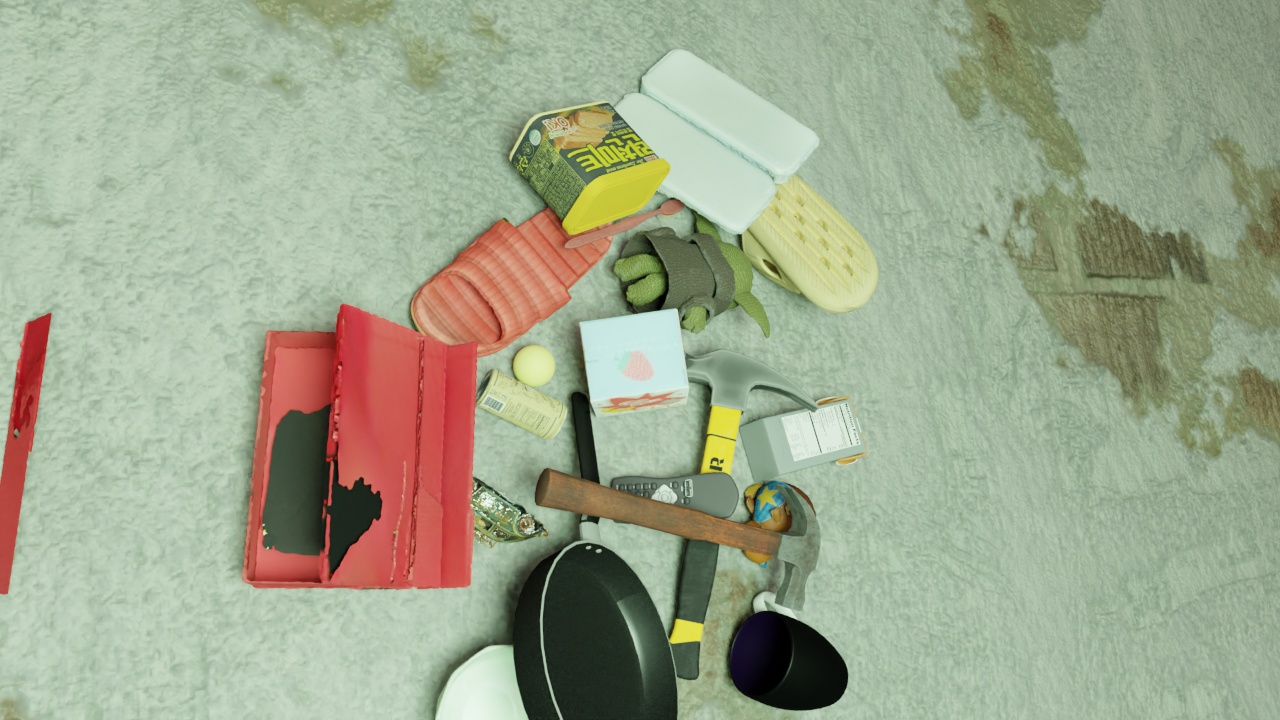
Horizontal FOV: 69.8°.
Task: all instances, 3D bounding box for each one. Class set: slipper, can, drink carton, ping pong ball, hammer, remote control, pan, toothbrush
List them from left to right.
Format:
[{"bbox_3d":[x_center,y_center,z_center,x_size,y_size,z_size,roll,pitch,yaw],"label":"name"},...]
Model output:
[{"bbox_3d":[-0.111,0.042,0.859,0.079,0.038,0.038,28,64,-17],"label":"can"},{"bbox_3d":[-0.110,-0.091,0.890,0.248,0.059,0.103,-40,94,-32],"label":"slipper"},{"bbox_3d":[-0.101,0.005,0.875,0.040,0.040,0.040,8,71,-25],"label":"ping pong ball"},{"bbox_3d":[-0.046,0.191,0.812,0.204,0.044,0.355,34,39,-51],"label":"pan"},{"bbox_3d":[-0.051,-0.197,0.923,0.101,0.073,0.130,49,42,10],"label":"can"},{"bbox_3d":[-0.016,-0.140,0.955,0.183,0.016,0.015,-28,84,-44],"label":"toothbrush"},{"bbox_3d":[0.033,0.132,0.886,0.124,0.009,0.046,-3,76,4],"label":"remote control"},{"bbox_3d":[0.042,0.146,0.827,0.300,0.028,0.111,19,84,-28],"label":"hammer"},{"bbox_3d":[0.072,0.146,0.904,0.170,0.034,0.324,11,75,3],"label":"hammer"},{"bbox_3d":[0.162,-0.147,1.040,0.111,0.079,0.261,-30,70,-25],"label":"slipper"},{"bbox_3d":[0.176,0.085,0.989,0.124,0.049,0.076,-10,79,-30],"label":"drink carton"}]

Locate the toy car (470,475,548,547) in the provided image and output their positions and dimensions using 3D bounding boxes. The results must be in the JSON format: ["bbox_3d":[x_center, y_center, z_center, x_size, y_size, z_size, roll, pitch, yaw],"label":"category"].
[{"bbox_3d":[-0.136,0.136,0.813,0.112,0.047,0.047,38,80,-17],"label":"toy car"}]

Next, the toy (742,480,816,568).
[{"bbox_3d":[0.147,0.177,0.956,0.103,0.071,0.090,42,71,-36],"label":"toy"}]

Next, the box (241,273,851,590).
[{"bbox_3d":[-0.087,0.069,0.720,0.468,0.138,0.214,-2,73,6],"label":"box"}]

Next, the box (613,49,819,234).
[{"bbox_3d":[0.074,-0.250,1.018,0.209,0.038,0.189,37,59,10],"label":"box"}]

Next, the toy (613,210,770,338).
[{"bbox_3d":[0.048,-0.086,0.957,0.152,0.078,0.179,-4,54,-34],"label":"toy"}]

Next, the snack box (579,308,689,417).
[{"bbox_3d":[-0.005,0.005,0.875,0.093,0.095,0.079,-8,77,-1],"label":"snack box"}]

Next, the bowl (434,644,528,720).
[{"bbox_3d":[-0.120,0.297,0.763,0.117,0.061,0.117,9,70,-25],"label":"bowl"}]

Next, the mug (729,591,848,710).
[{"bbox_3d":[0.148,0.286,0.903,0.100,0.085,0.118,29,32,-31],"label":"mug"}]
